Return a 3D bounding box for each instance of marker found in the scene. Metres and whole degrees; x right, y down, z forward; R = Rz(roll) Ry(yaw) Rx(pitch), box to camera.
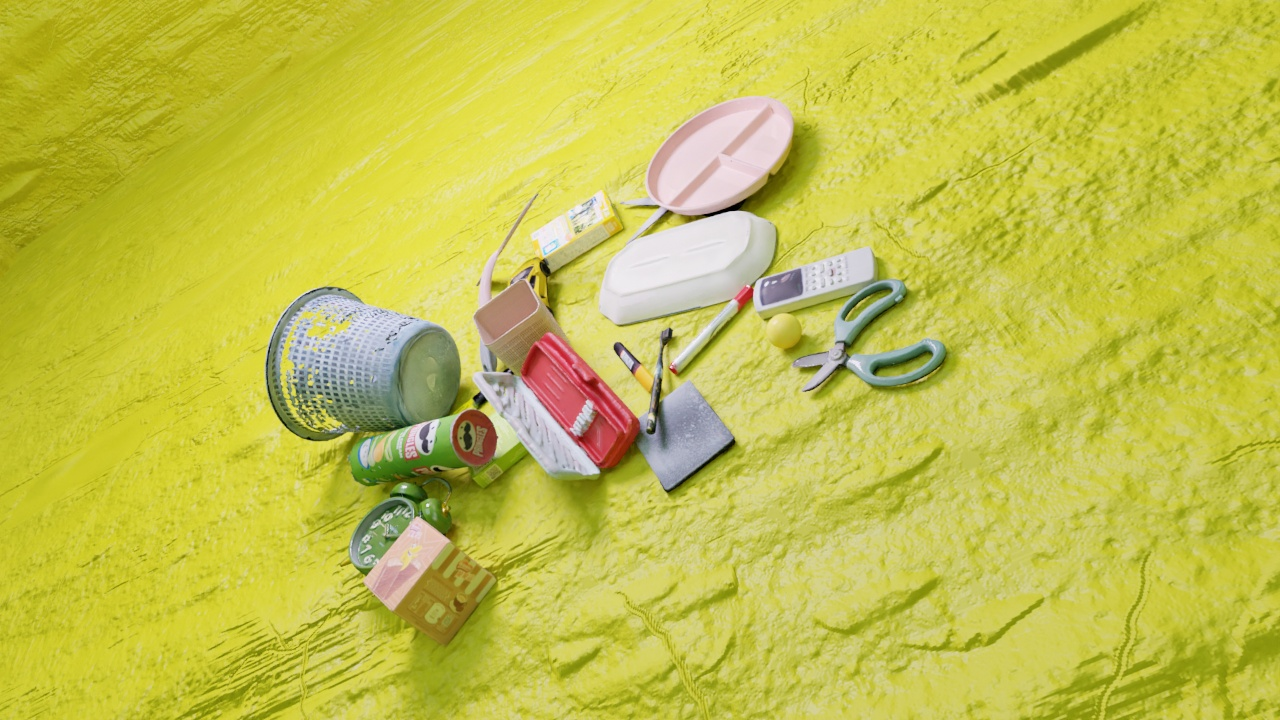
[{"bbox_3d":[-0.222,0.049,1.280,0.124,0.015,0.018,-42,43,-8],"label":"marker"},{"bbox_3d":[0.088,-0.038,1.130,0.145,0.017,0.017,-46,40,-10],"label":"marker"},{"bbox_3d":[-0.007,0.007,1.160,0.124,0.015,0.018,47,118,53],"label":"marker"}]

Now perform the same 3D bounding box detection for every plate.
[{"bbox_3d":[0.114,-0.291,1.313,0.230,0.028,0.229,-19,45,20],"label":"plate"},{"bbox_3d":[0.053,-0.132,1.233,0.266,0.034,0.161,-11,46,29],"label":"plate"}]

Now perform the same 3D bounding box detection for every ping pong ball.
[{"bbox_3d":[0.164,-0.034,1.049,0.040,0.040,0.040,-21,42,20],"label":"ping pong ball"}]

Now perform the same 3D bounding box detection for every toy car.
[{"bbox_3d":[-0.165,-0.091,1.335,0.071,0.041,0.155,-29,46,27],"label":"toy car"}]

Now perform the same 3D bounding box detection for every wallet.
[{"bbox_3d":[0.044,0.085,1.045,0.097,0.019,0.120,-38,40,3],"label":"wallet"}]

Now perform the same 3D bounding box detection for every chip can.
[{"bbox_3d":[-0.286,0.117,1.191,0.237,0.072,0.072,-15,44,40],"label":"chip can"}]

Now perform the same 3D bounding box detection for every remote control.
[{"bbox_3d":[0.206,-0.092,1.090,0.150,0.021,0.058,-16,44,24],"label":"remote control"}]

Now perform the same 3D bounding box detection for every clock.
[{"bbox_3d":[-0.295,0.214,1.144,0.116,0.056,0.161,20,65,45],"label":"clock"}]

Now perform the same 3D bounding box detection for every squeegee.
[{"bbox_3d":[-0.215,-0.082,1.327,0.248,0.040,0.249,-43,40,51],"label":"squeegee"}]

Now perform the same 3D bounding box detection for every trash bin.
[{"bbox_3d":[-0.373,0.013,1.293,0.195,0.227,0.226,6,55,26],"label":"trash bin"}]

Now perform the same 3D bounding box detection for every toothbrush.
[{"bbox_3d":[0.024,0.021,1.103,0.017,0.012,0.185,-35,27,31],"label":"toothbrush"}]

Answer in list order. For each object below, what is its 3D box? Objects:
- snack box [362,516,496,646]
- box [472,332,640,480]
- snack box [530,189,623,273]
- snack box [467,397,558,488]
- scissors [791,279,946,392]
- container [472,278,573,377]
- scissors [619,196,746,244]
[{"bbox_3d":[-0.237,0.249,1.037,0.077,0.093,0.094,21,66,47],"label":"snack box"},{"bbox_3d":[-0.104,0.050,1.090,0.201,0.100,0.102,45,110,36],"label":"box"},{"bbox_3d":[-0.100,-0.199,1.416,0.140,0.034,0.086,-33,39,9],"label":"snack box"},{"bbox_3d":[-0.161,0.087,1.188,0.156,0.026,0.086,-39,39,-1],"label":"snack box"},{"bbox_3d":[0.249,-0.030,1.000,0.171,0.019,0.180,-8,49,33],"label":"scissors"},{"bbox_3d":[-0.150,-0.031,1.227,0.090,0.111,0.090,-36,39,3],"label":"container"},{"bbox_3d":[0.067,-0.250,1.347,0.234,0.022,0.220,11,59,42],"label":"scissors"}]
